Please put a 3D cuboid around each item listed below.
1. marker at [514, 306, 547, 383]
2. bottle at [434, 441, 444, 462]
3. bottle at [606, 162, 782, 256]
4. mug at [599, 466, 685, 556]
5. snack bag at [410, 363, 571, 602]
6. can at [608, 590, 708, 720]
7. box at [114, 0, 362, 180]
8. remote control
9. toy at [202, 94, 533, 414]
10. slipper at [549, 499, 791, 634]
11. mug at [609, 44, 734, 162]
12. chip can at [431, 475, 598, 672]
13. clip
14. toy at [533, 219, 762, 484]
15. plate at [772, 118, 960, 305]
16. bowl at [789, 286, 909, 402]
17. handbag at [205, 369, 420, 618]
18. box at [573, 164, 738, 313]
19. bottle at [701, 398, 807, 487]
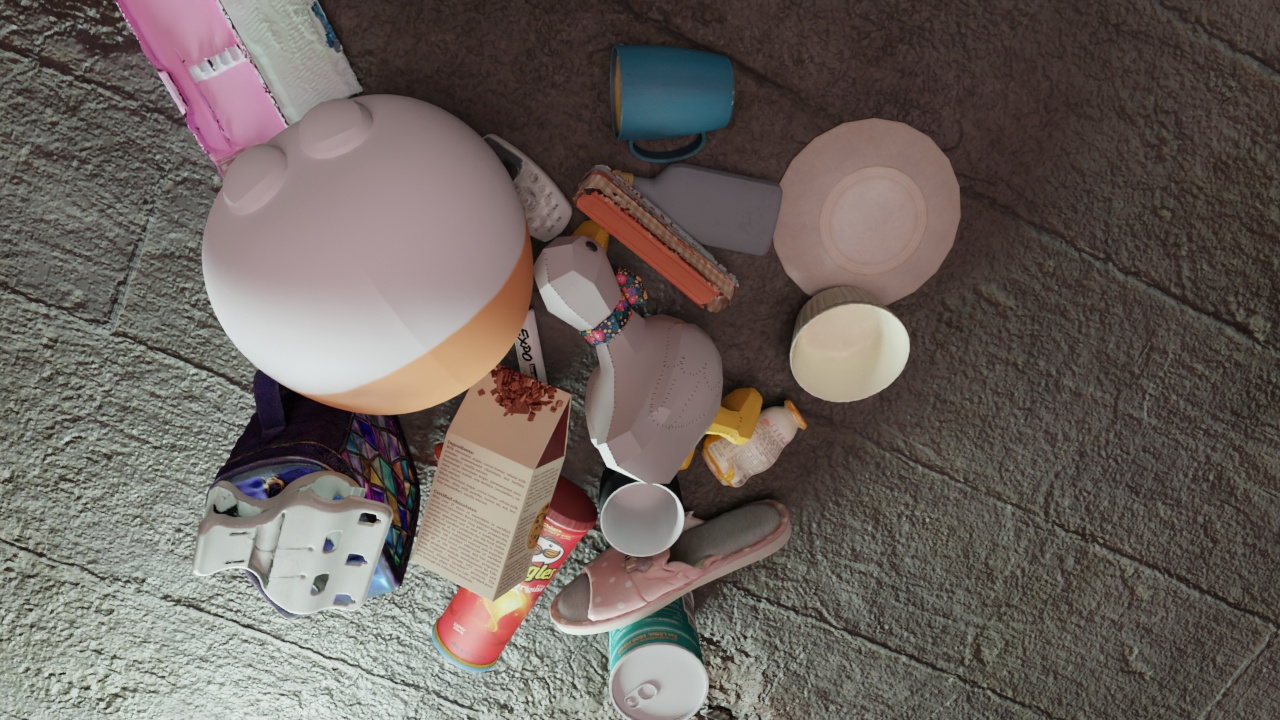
[{"bbox_3d":[-0.115,-0.026,0.924,0.025,0.025,0.126,-8,109,0],"label":"marker"},{"bbox_3d":[-0.158,0.079,0.949,0.109,0.044,0.044,-30,107,6],"label":"bottle"},{"bbox_3d":[0.049,-0.150,0.878,0.161,0.046,0.072,10,108,-6],"label":"bottle"},{"bbox_3d":[-0.007,0.126,0.944,0.085,0.094,0.122,-22,108,4],"label":"mug"},{"bbox_3d":[-0.137,0.111,0.882,0.094,0.069,0.206,22,103,17],"label":"snack bag"},{"bbox_3d":[0.015,0.301,0.979,0.099,0.143,0.099,-1,109,-3],"label":"can"},{"bbox_3d":[-0.350,-0.272,0.824,0.159,0.035,0.230,-23,108,5],"label":"box"},{"bbox_3d":[-0.117,-0.163,0.875,0.114,0.028,0.060,42,102,-14],"label":"remote control"},{"bbox_3d":[-0.220,-0.082,0.788,0.262,0.265,0.281,-34,138,-4],"label":"toy"},{"bbox_3d":[0.028,0.207,0.968,0.274,0.114,0.054,-24,112,-1],"label":"slipper"},{"bbox_3d":[0.027,-0.232,0.839,0.104,0.084,0.112,-3,137,-7],"label":"mug"},{"bbox_3d":[-0.136,0.225,0.978,0.087,0.087,0.214,30,106,-12],"label":"chip can"},{"bbox_3d":[-0.288,0.146,0.758,0.147,0.081,0.125,16,116,-14],"label":"clip"},{"bbox_3d":[-0.005,0.005,0.862,0.141,0.246,0.267,-27,128,29],"label":"toy"},{"bbox_3d":[0.225,-0.139,0.900,0.188,0.027,0.189,-1,109,-2],"label":"plate"},{"bbox_3d":[0.202,-0.023,0.910,0.115,0.062,0.115,0,125,0],"label":"bowl"},{"bbox_3d":[-0.306,0.103,0.872,0.125,0.204,0.222,-16,116,2],"label":"handbag"},{"bbox_3d":[0.015,-0.106,0.855,0.186,0.053,0.058,36,104,-20],"label":"box"},{"bbox_3d":[0.119,0.083,0.954,0.108,0.063,0.063,-34,107,7],"label":"bottle"}]
